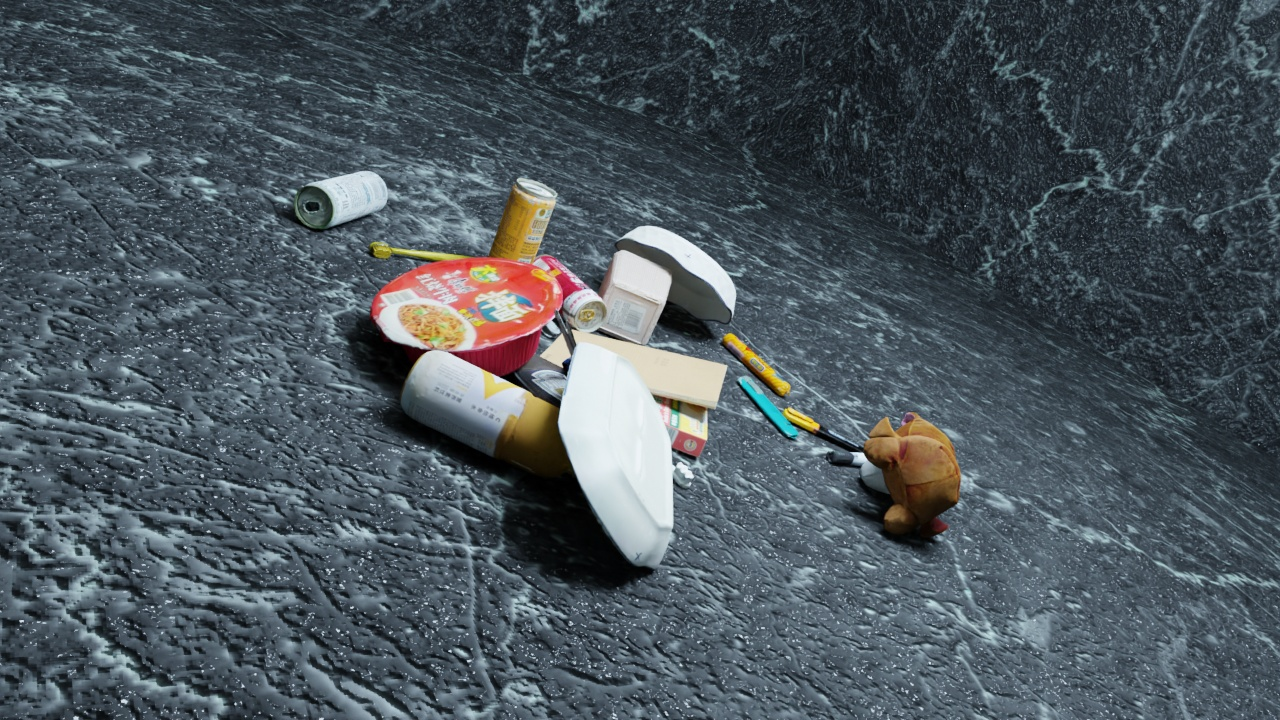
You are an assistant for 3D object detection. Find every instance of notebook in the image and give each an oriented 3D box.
[{"bbox_3d":[-0.006,0.006,1.091,0.211,0.012,0.149,13,19,6],"label":"notebook"}]

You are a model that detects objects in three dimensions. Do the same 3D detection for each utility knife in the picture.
[{"bbox_3d":[0.167,0.058,1.212,0.029,0.013,0.151,9,26,-29],"label":"utility knife"}]

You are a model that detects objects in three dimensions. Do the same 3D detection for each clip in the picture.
[{"bbox_3d":[-0.123,-0.048,1.149,0.058,0.045,0.027,42,25,25],"label":"clip"}]

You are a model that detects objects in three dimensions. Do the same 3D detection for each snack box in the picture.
[{"bbox_3d":[0.038,0.055,1.060,0.077,0.027,0.155,21,21,-4],"label":"snack box"}]

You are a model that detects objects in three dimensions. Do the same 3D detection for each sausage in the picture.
[{"bbox_3d":[0.166,0.005,1.325,0.021,0.021,0.165,7,28,-38],"label":"sausage"}]

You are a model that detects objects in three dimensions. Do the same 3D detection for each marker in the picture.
[{"bbox_3d":[0.243,0.095,1.204,0.124,0.015,0.018,27,26,2],"label":"marker"},{"bbox_3d":[0.288,0.126,1.174,0.130,0.018,0.022,8,17,-35],"label":"marker"}]

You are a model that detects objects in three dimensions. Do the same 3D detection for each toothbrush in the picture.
[{"bbox_3d":[-0.264,-0.133,1.202,0.189,0.016,0.016,4,33,-42],"label":"toothbrush"},{"bbox_3d":[-0.003,0.068,0.972,0.016,0.016,0.180,-6,43,-45],"label":"toothbrush"}]

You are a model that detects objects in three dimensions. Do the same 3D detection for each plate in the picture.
[{"bbox_3d":[-0.012,0.073,0.828,0.162,0.034,0.265,59,13,-19],"label":"plate"},{"bbox_3d":[0.057,-0.129,1.359,0.205,0.045,0.205,32,-11,7],"label":"plate"}]

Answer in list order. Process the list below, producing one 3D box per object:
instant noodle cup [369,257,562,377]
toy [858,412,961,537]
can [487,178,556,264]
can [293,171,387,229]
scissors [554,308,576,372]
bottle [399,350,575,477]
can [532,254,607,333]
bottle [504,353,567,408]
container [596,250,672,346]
[{"bbox_3d":[-0.175,-0.037,0.941,0.194,0.066,0.193,1,33,-1],"label":"instant noodle cup"},{"bbox_3d":[0.319,0.131,1.084,0.131,0.140,0.199,-13,4,27],"label":"toy"},{"bbox_3d":[-0.159,-0.159,1.191,0.058,0.146,0.058,21,22,-9],"label":"can"},{"bbox_3d":[-0.387,-0.210,1.193,0.058,0.058,0.146,26,21,3],"label":"can"},{"bbox_3d":[-0.059,0.007,0.942,0.125,0.012,0.174,51,-15,0],"label":"scissors"},{"bbox_3d":[-0.122,0.056,0.832,0.189,0.068,0.067,26,21,0],"label":"bottle"},{"bbox_3d":[-0.100,-0.089,1.215,0.053,0.053,0.133,4,28,-42],"label":"can"},{"bbox_3d":[-0.109,0.022,0.962,0.079,0.044,0.195,3,29,-47],"label":"bottle"},{"bbox_3d":[-0.013,-0.082,1.252,0.090,0.090,0.110,22,24,-5],"label":"container"}]
